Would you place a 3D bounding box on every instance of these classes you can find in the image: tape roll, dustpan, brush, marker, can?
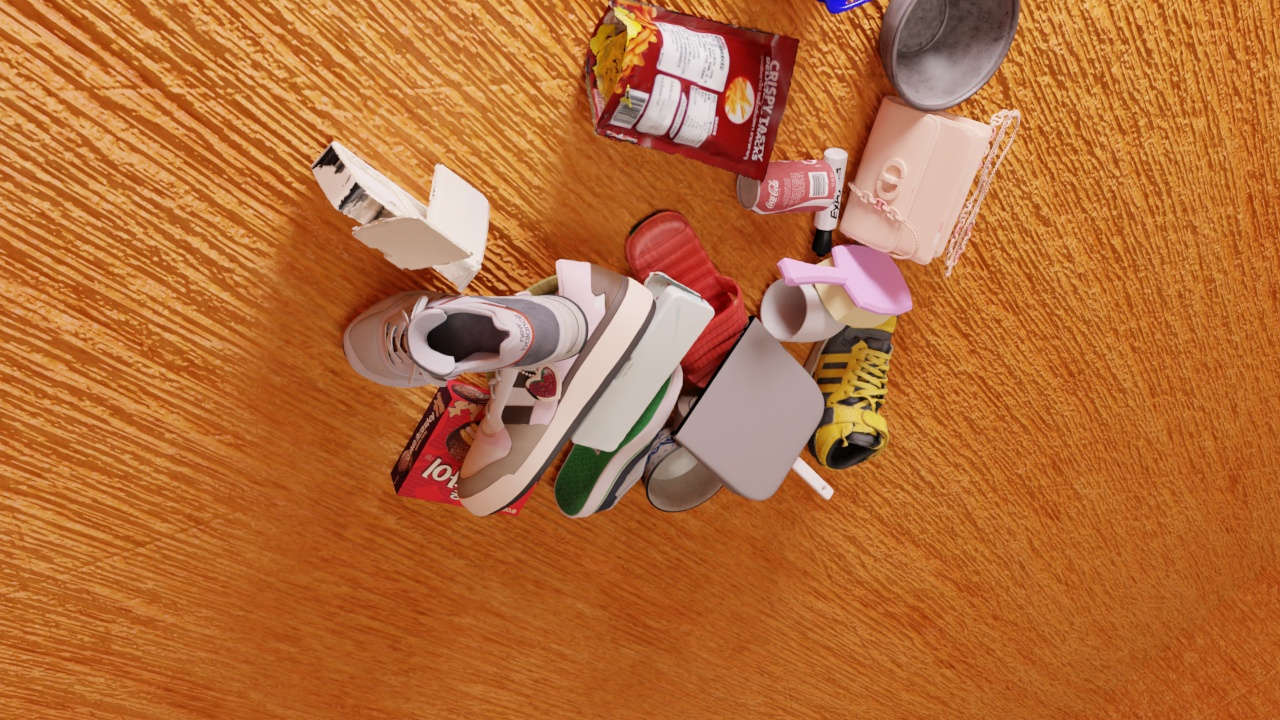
[{"bbox_3d":[0.086,0.072,1.086,0.093,0.093,0.030,-3,126,-26],"label":"tape roll"},{"bbox_3d":[0.156,0.090,1.063,0.257,0.033,0.163,43,74,-27],"label":"dustpan"},{"bbox_3d":[0.217,-0.084,1.011,0.228,0.089,0.043,-1,154,-44],"label":"brush"},{"bbox_3d":[0.206,-0.170,1.008,0.025,0.025,0.126,-14,130,-18],"label":"marker"},{"bbox_3d":[0.153,-0.180,0.952,0.096,0.054,0.054,-7,128,-23],"label":"can"}]

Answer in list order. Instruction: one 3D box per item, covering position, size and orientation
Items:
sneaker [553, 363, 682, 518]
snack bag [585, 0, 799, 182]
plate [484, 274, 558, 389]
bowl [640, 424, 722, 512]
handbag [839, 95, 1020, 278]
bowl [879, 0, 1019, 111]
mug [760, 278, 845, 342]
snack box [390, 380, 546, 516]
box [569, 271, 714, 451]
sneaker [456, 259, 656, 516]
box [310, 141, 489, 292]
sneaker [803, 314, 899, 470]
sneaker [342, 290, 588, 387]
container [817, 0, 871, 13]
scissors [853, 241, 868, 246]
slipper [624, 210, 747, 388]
[{"bbox_3d":[-0.012,0.086,1.061,0.079,0.084,0.236,4,128,-46],"label":"sneaker"},{"bbox_3d":[0.055,-0.246,0.834,0.207,0.067,0.139,3,100,-31],"label":"snack bag"},{"bbox_3d":[-0.079,-0.023,0.964,0.184,0.036,0.185,-14,130,-17],"label":"plate"},{"bbox_3d":[0.049,0.124,1.131,0.115,0.059,0.116,-14,130,-18],"label":"bowl"},{"bbox_3d":[0.314,-0.196,1.026,0.186,0.117,0.199,-26,137,-51],"label":"handbag"},{"bbox_3d":[0.290,-0.326,0.901,0.144,0.067,0.145,-14,130,-18],"label":"bowl"},{"bbox_3d":[0.186,-0.047,1.074,0.089,0.071,0.107,2,151,-39],"label":"mug"},{"bbox_3d":[-0.174,0.100,1.010,0.152,0.036,0.133,18,115,-37],"label":"snack box"},{"bbox_3d":[-0.004,0.008,0.958,0.086,0.072,0.199,31,108,-12],"label":"box"},{"bbox_3d":[-0.116,0.024,0.899,0.116,0.111,0.294,33,108,-18],"label":"sneaker"},{"bbox_3d":[-0.172,-0.113,0.748,0.081,0.181,0.143,-48,137,6],"label":"box"},{"bbox_3d":[0.270,0.031,1.133,0.086,0.122,0.239,7,122,-34],"label":"sneaker"},{"bbox_3d":[-0.175,-0.021,0.799,0.240,0.124,0.089,-6,93,14],"label":"sneaker"},{"bbox_3d":[0.161,-0.360,0.774,0.084,0.113,0.085,-25,132,-9],"label":"container"},{"bbox_3d":[0.308,-0.166,1.070,0.130,0.019,0.135,13,117,-27],"label":"scissors"},{"bbox_3d":[0.062,-0.054,1.000,0.103,0.059,0.249,-31,132,-3],"label":"slipper"}]
